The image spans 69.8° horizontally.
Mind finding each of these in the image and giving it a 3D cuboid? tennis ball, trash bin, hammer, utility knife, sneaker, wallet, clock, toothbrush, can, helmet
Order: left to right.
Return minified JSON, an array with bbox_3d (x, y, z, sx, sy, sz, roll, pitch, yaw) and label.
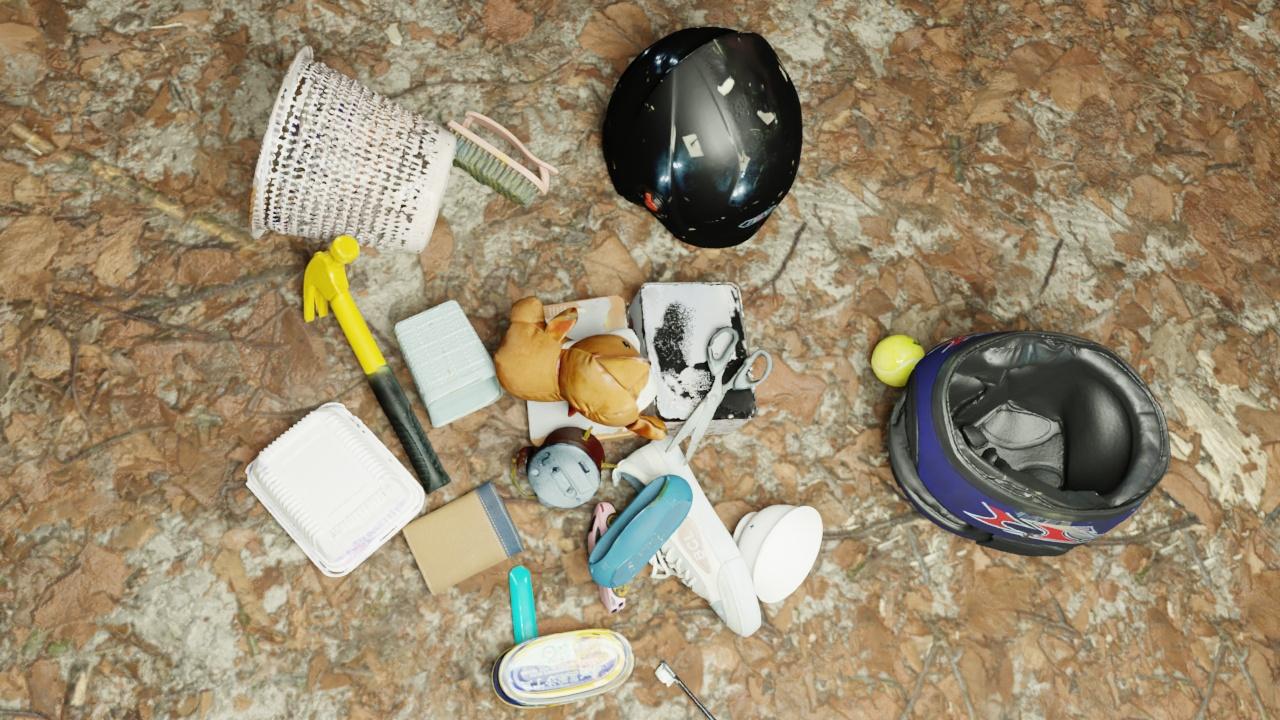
[{"bbox_3d":[-0.326,-0.223,1.068,0.192,0.228,0.227,16,69,-16],"label":"trash bin"},{"bbox_3d":[-0.299,0.013,1.044,0.032,0.129,0.300,-26,87,-46],"label":"hammer"},{"bbox_3d":[-0.197,0.198,1.026,0.115,0.033,0.090,-26,74,-15],"label":"wallet"},{"bbox_3d":[-0.124,0.302,1.012,0.029,0.013,0.151,-5,70,-13],"label":"utility knife"},{"bbox_3d":[-0.092,0.123,1.037,0.122,0.055,0.082,-26,107,20],"label":"clock"},{"bbox_3d":[-0.082,0.327,0.978,0.148,0.049,0.074,-4,70,-19],"label":"can"},{"bbox_3d":[0.047,0.206,1.029,0.090,0.090,0.242,-25,76,-13],"label":"sneaker"},{"bbox_3d":[0.090,-0.277,1.138,0.233,0.230,0.275,-31,98,-15],"label":"helmet"},{"bbox_3d":[0.082,0.403,1.006,0.018,0.016,0.181,-43,81,-13],"label":"toothbrush"},{"bbox_3d":[0.324,0.000,1.152,0.065,0.066,0.065,3,71,-8],"label":"tennis ball"},{"bbox_3d":[0.400,0.093,1.033,0.315,0.241,0.247,8,71,-17],"label":"helmet"}]

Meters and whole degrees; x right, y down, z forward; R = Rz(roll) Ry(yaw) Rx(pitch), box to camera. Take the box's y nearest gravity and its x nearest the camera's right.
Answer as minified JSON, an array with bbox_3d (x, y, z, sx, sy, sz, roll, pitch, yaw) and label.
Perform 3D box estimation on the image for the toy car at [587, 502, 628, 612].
[{"bbox_3d":[-0.038,0.220,1.029,0.037,0.056,0.122,-2,72,-13],"label":"toy car"}]

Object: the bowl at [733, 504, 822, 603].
[{"bbox_3d":[0.146,0.208,1.048,0.118,0.118,0.065,-45,44,-19],"label":"bowl"}]

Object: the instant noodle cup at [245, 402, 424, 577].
[{"bbox_3d":[-0.339,0.132,1.003,0.137,0.060,0.173,-42,76,-18],"label":"instant noodle cup"}]

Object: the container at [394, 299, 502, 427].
[{"bbox_3d":[-0.224,0.001,1.060,0.089,0.090,0.111,-25,74,-16],"label":"container"}]

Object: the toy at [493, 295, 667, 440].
[{"bbox_3d":[-0.058,0.009,0.986,0.200,0.140,0.130,23,61,37],"label":"toy"}]

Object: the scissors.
[{"bbox_3d":[0.090,0.042,1.040,0.156,0.014,0.168,-2,72,-15],"label":"scissors"}]

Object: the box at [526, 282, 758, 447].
[{"bbox_3d":[-0.008,0.006,1.092,0.260,0.105,0.178,-1,72,-15],"label":"box"}]

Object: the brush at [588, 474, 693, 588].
[{"bbox_3d":[0.000,0.179,0.963,0.055,0.073,0.144,42,90,8],"label":"brush"}]

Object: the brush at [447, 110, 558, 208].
[{"bbox_3d":[-0.178,-0.255,1.166,0.145,0.063,0.073,32,80,3],"label":"brush"}]
